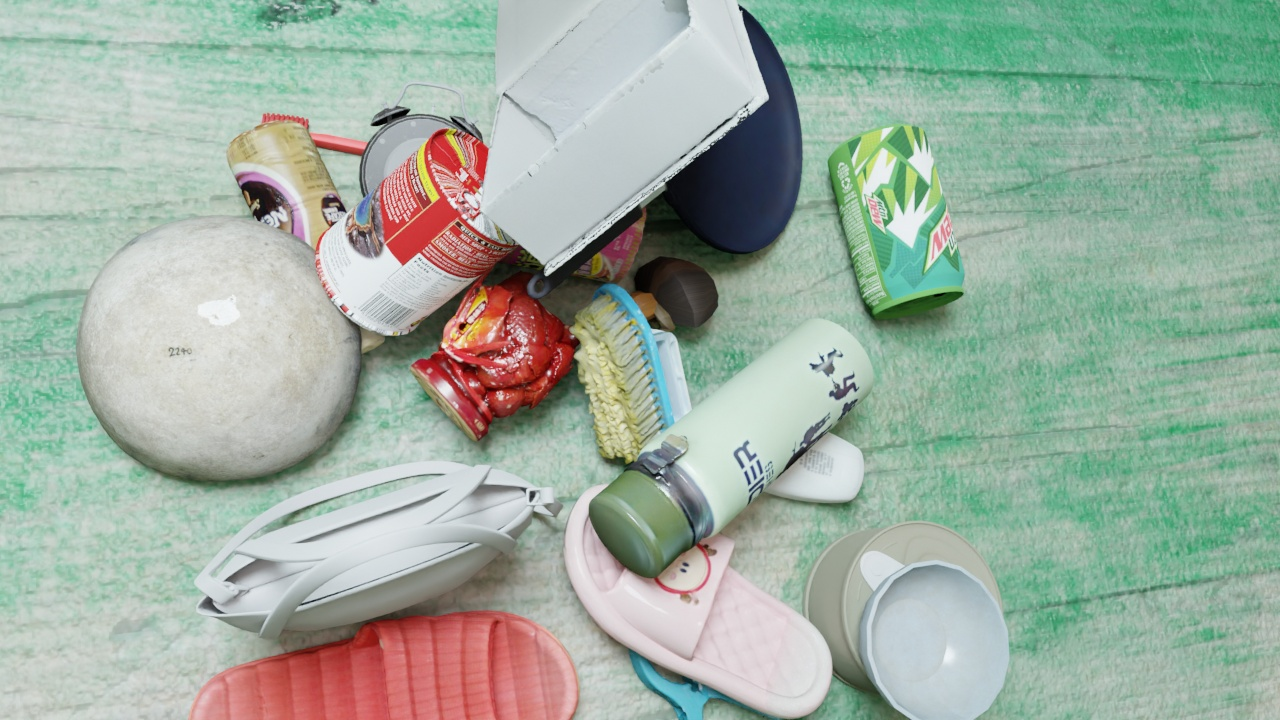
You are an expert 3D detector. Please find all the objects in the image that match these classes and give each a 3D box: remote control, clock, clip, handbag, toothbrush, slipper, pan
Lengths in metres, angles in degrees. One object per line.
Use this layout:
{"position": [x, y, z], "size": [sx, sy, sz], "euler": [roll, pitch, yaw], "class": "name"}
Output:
{"position": [0.119, 0.077, 0.715], "size": [0.114, 0.028, 0.060], "euler": [15, 71, -9], "class": "remote control"}
{"position": [-0.158, -0.138, 0.675], "size": [0.091, 0.044, 0.123], "euler": [7, 93, -12], "class": "clock"}
{"position": [0.031, 0.243, 0.652], "size": [0.102, 0.027, 0.119], "euler": [-37, 87, -27], "class": "clip"}
{"position": [-0.142, 0.098, 0.535], "size": [0.215, 0.223, 0.095], "euler": [-17, 83, -19], "class": "handbag"}
{"position": [-0.179, -0.160, 0.701], "size": [0.212, 0.012, 0.017], "euler": [9, 74, -13], "class": "toothbrush"}
{"position": [-0.160, 0.219, 0.589], "size": [0.248, 0.059, 0.103], "euler": [-3, 78, -15], "class": "slipper"}
{"position": [0.025, -0.139, 0.669], "size": [0.355, 0.021, 0.199], "euler": [-46, 121, -40], "class": "pan"}
{"position": [0.041, 0.169, 0.641], "size": [0.221, 0.056, 0.106], "euler": [35, 46, -1], "class": "slipper"}

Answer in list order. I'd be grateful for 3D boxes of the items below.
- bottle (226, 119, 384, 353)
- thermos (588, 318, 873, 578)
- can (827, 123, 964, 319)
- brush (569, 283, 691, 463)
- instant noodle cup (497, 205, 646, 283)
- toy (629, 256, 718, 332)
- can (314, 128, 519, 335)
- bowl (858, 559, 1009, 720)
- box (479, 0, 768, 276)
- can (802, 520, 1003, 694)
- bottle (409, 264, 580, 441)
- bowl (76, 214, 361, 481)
{"position": [-0.229, -0.082, 0.644], "size": [0.059, 0.060, 0.166], "euler": [-26, 91, -20], "class": "bottle"}
{"position": [0.065, 0.056, 0.638], "size": [0.230, 0.083, 0.082], "euler": [-35, 88, -29], "class": "thermos"}
{"position": [0.211, -0.113, 0.759], "size": [0.083, 0.083, 0.144], "euler": [-9, 79, -17], "class": "can"}
{"position": [-0.004, 0.004, 0.652], "size": [0.075, 0.055, 0.136], "euler": [-41, 130, -38], "class": "brush"}
{"position": [-0.058, -0.105, 0.682], "size": [0.108, 0.098, 0.097], "euler": [15, 73, -19], "class": "instant noodle cup"}
{"position": [0.011, -0.045, 0.700], "size": [0.099, 0.063, 0.076], "euler": [-21, 46, -33], "class": "toy"}
{"position": [-0.141, -0.081, 0.597], "size": [0.086, 0.117, 0.086], "euler": [39, 32, -31], "class": "can"}
{"position": [0.192, 0.190, 0.622], "size": [0.106, 0.039, 0.106], "euler": [4, 76, -15], "class": "bowl"}
{"position": [-0.033, -0.234, 0.612], "size": [0.098, 0.166, 0.367], "euler": [36, 30, -36], "class": "box"}
{"position": [0.193, 0.187, 0.685], "size": [0.127, 0.073, 0.127], "euler": [4, 76, -15], "class": "can"}
{"position": [-0.098, -0.009, 0.639], "size": [0.111, 0.099, 0.099], "euler": [-42, 90, -16], "class": "bottle"}
{"position": [-0.271, -0.005, 0.576], "size": [0.178, 0.081, 0.178], "euler": [-1, 94, -9], "class": "bowl"}
